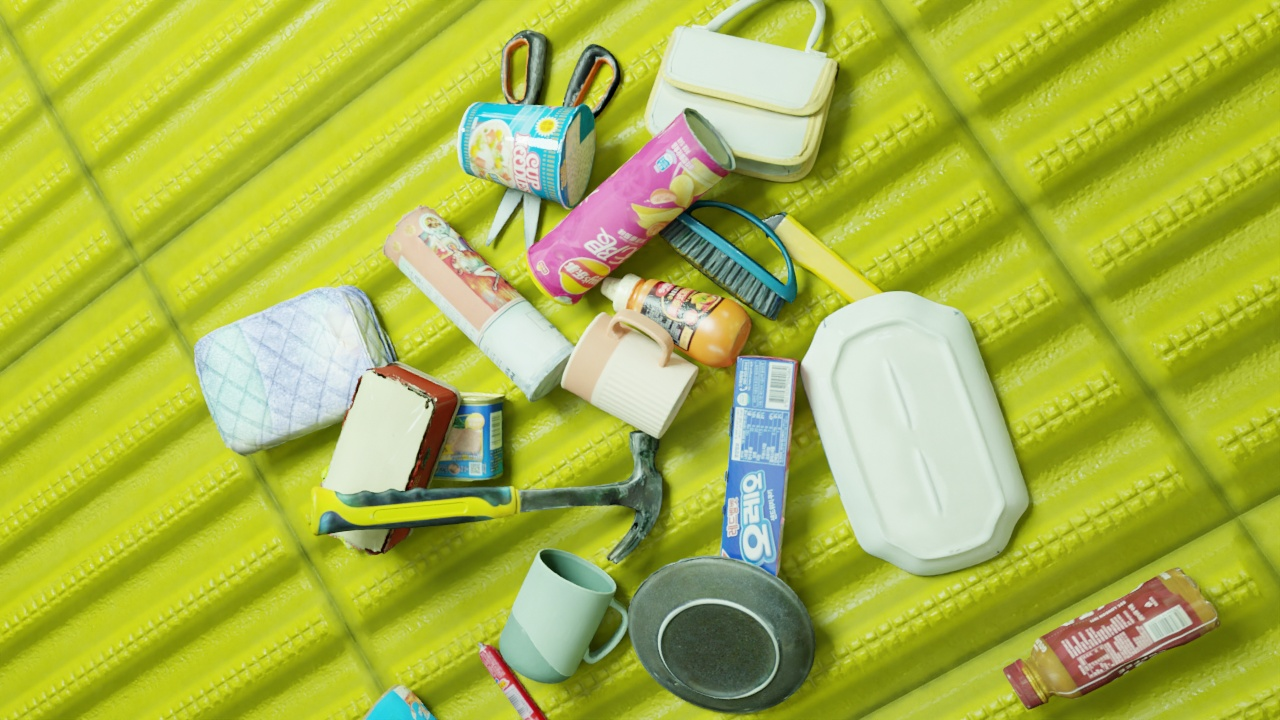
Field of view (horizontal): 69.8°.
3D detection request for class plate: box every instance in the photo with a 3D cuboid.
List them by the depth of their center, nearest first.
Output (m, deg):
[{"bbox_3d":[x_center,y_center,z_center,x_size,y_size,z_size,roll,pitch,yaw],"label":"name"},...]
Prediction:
[{"bbox_3d":[0.247,0.069,0.832,0.162,0.034,0.265,-18,91,13],"label":"plate"},{"bbox_3d":[0.073,0.263,0.855,0.179,0.024,0.180,5,114,12],"label":"plate"}]

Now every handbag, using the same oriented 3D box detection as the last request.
[{"bbox_3d":[0.100,-0.270,0.856,0.163,0.063,0.178,16,91,10],"label":"handbag"},{"bbox_3d":[-0.351,0.008,0.949,0.194,0.075,0.134,-19,91,13],"label":"handbag"}]

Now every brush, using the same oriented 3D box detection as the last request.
[{"bbox_3d":[0.089,-0.103,0.859,0.144,0.055,0.073,39,102,9],"label":"brush"}]

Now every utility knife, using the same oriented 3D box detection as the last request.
[{"bbox_3d":[0.180,-0.082,0.862,0.168,0.015,0.033,41,105,8],"label":"utility knife"}]

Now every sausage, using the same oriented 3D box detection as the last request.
[{"bbox_3d":[-0.118,0.350,0.931,0.020,0.020,0.156,-39,83,10],"label":"sausage"}]

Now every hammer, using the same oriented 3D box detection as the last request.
[{"bbox_3d":[-0.134,0.135,0.850,0.323,0.032,0.126,-2,90,-18],"label":"hammer"}]

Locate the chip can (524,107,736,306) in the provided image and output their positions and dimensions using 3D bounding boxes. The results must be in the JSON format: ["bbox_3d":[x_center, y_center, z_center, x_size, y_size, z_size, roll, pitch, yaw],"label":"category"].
[{"bbox_3d":[-0.013,-0.137,0.843,0.211,0.071,0.071,-37,83,28],"label":"chip can"}]

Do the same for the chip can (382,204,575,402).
[{"bbox_3d":[-0.158,-0.057,0.907,0.214,0.071,0.071,43,99,9],"label":"chip can"}]

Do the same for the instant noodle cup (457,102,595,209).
[{"bbox_3d":[-0.109,-0.201,0.870,0.110,0.099,0.099,12,93,13],"label":"instant noodle cup"}]

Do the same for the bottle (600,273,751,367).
[{"bbox_3d":[0.029,-0.046,0.875,0.149,0.066,0.067,24,96,18],"label":"bottle"}]

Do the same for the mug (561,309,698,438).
[{"bbox_3d":[-0.005,0.005,0.859,0.106,0.081,0.115,29,135,8],"label":"mug"}]

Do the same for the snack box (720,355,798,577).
[{"bbox_3d":[0.111,0.099,0.857,0.057,0.058,0.207,5,92,12],"label":"snack box"}]

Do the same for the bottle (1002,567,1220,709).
[{"bbox_3d":[0.403,0.245,0.796,0.175,0.057,0.057,-32,84,11],"label":"bottle"}]

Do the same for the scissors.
[{"bbox_3d":[-0.092,-0.220,0.915,0.198,0.021,0.227,-15,87,12],"label":"scissors"}]

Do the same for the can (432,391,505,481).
[{"bbox_3d":[-0.188,0.075,0.924,0.102,0.057,0.083,2,94,13],"label":"can"}]

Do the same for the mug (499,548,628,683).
[{"bbox_3d":[-0.071,0.255,0.893,0.111,0.082,0.106,24,95,-13],"label":"mug"}]

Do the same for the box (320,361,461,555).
[{"bbox_3d":[-0.246,0.093,0.870,0.091,0.076,0.168,24,100,9],"label":"box"}]

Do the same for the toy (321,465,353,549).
[{"bbox_3d":[-0.294,0.142,0.960,0.100,0.031,0.097,44,97,9],"label":"toy"}]

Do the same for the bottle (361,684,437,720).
[{"bbox_3d":[-0.186,0.421,0.923,0.218,0.065,0.065,38,98,9],"label":"bottle"}]
